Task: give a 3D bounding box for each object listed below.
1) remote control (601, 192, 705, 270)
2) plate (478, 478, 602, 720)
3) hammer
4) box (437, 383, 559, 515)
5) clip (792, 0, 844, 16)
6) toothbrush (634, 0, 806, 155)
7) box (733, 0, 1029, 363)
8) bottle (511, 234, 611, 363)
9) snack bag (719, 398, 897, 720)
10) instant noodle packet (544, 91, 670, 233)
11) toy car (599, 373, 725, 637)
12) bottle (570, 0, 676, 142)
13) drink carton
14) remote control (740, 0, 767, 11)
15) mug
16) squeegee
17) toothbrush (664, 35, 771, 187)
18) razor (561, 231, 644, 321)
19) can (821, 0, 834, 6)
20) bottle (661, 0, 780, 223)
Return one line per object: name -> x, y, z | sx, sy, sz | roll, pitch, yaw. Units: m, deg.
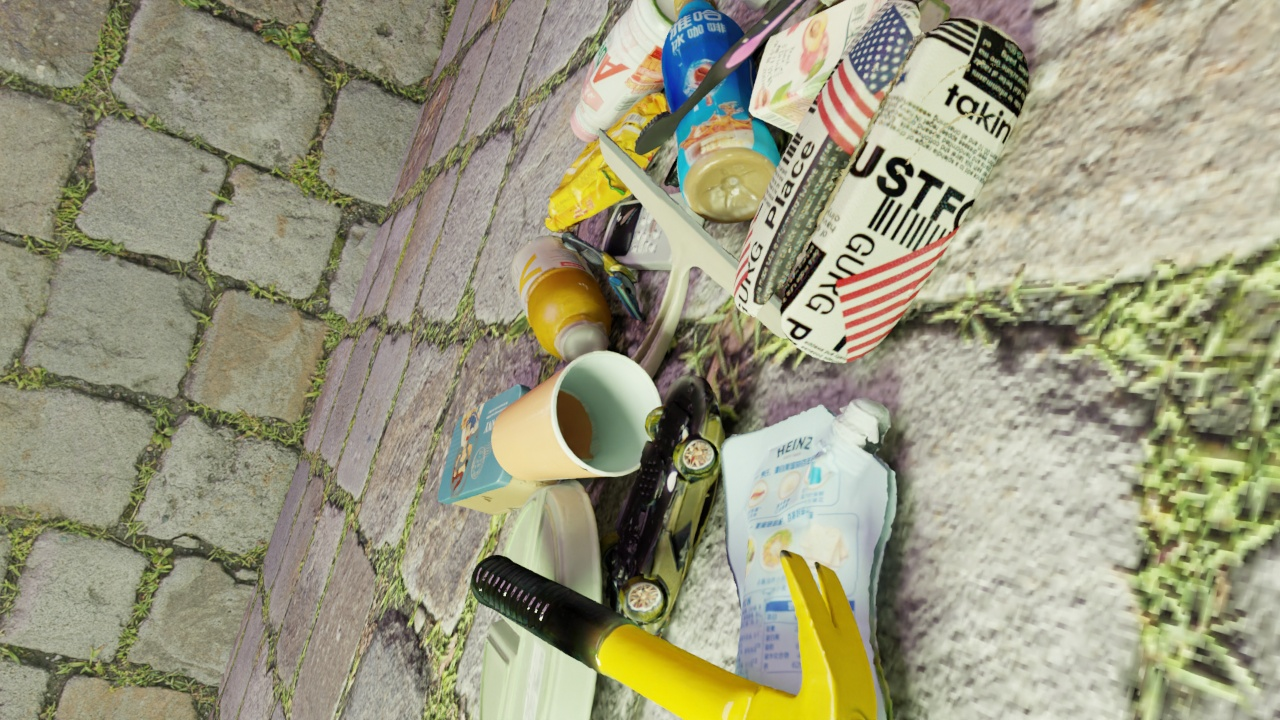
remote control -> 0.006, -0.101, 0.723 | 0.150, 0.021, 0.058 | 12, 82, 65
plate -> -0.073, 0.192, 0.612 | 0.230, 0.027, 0.230 | -171, 91, -72
hammer -> -0.008, 0.136, 0.434 | 0.301, 0.033, 0.128 | 2, 69, 57
box -> -0.114, 0.081, 0.790 | 0.185, 0.062, 0.089 | -31, 45, 58
clip -> 0.126, -0.250, 0.556 | 0.100, 0.072, 0.034 | -35, 41, 57
toothbrush -> 0.065, -0.192, 0.552 | 0.189, 0.014, 0.017 | -41, 32, 16
box -> 0.103, -0.086, 0.432 | 0.162, 0.075, 0.086 | -64, 32, 19
bottle -> -0.066, -0.050, 0.778 | 0.068, 0.068, 0.189 | -62, 25, 17
snack bag -> 0.069, 0.108, 0.405 | 0.111, 0.039, 0.190 | -40, 37, 55
instant noodle packet -> -0.027, -0.170, 0.801 | 0.129, 0.044, 0.110 | -18, 40, 59
toy car -> 0.015, 0.084, 0.531 | 0.070, 0.042, 0.158 | -134, 61, -68
bottle -> -0.010, -0.263, 0.833 | 0.197, 0.068, 0.068 | -34, 42, 59
drink carton -> 0.113, -0.164, 0.511 | 0.123, 0.045, 0.053 | 11, 82, 66
remote control -> 0.116, -0.303, 0.638 | 0.135, 0.019, 0.056 | -31, 37, 55
mug -> -0.049, 0.045, 0.613 | 0.123, 0.078, 0.078 | -24, 51, 57
squeegee -> -0.004, 0.004, 0.644 | 0.246, 0.039, 0.247 | 51, 127, 42
toothbrush -> 0.072, -0.205, 0.679 | 0.190, 0.016, 0.014 | -54, 23, 26
razor -> -0.031, -0.078, 0.743 | 0.022, 0.043, 0.142 | -36, 37, -6
can -> 0.139, -0.255, 0.471 | 0.146, 0.058, 0.058 | -37, 38, 29
bottle -> 0.049, -0.189, 0.629 | 0.065, 0.065, 0.218 | -48, 35, 41
